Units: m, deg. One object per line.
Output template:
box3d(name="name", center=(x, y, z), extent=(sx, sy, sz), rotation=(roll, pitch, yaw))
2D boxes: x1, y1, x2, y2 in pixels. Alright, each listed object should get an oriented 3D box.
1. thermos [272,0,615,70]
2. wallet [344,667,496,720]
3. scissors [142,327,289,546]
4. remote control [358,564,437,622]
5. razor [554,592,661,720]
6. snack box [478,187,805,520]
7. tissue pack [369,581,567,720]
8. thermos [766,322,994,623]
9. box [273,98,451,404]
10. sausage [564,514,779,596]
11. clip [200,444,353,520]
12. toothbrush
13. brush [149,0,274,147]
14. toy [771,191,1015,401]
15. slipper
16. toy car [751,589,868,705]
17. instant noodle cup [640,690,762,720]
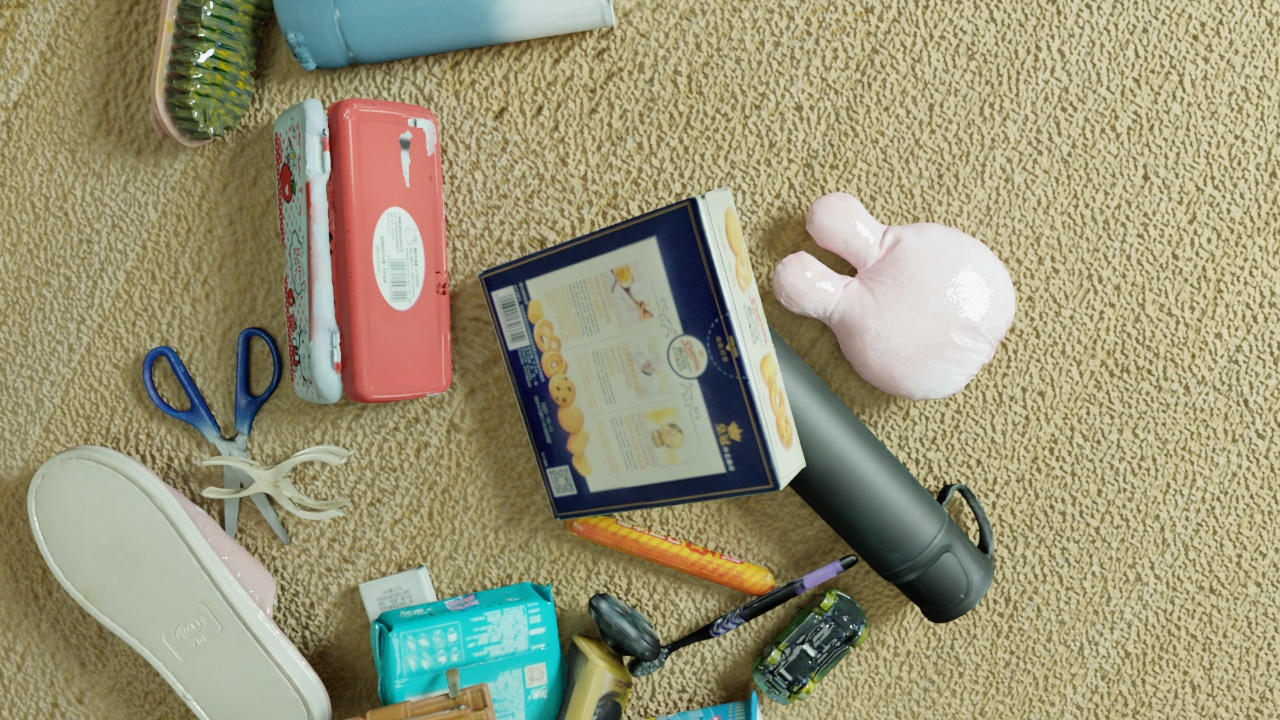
box3d(name="thermos", center=(-0.128, -0.238, 0.604), extent=(0.220, 0.070, 0.070), rotation=(-7, 95, 2))
box3d(name="wallet", center=(-0.148, 0.264, 0.572), extent=(0.130, 0.035, 0.119), rotation=(-14, 79, -2))
box3d(name="scissors", center=(-0.292, 0.052, 0.660), extent=(0.162, 0.012, 0.163), rotation=(40, 95, -4))
box3d(name="remote control", center=(-0.162, 0.213, 0.666), extent=(0.049, 0.024, 0.125), rotation=(-17, 94, 2))
box3d(name="razor", center=(-0.033, 0.242, 0.615), extent=(0.062, 0.068, 0.167), rotation=(43, 57, -40))
box3d(name="snack box", center=(-0.003, 0.003, 0.590), extent=(0.183, 0.045, 0.178), rotation=(-13, 95, 34))
box3d(name="tissue pack", center=(-0.115, 0.211, 0.637), extent=(0.133, 0.050, 0.093), rotation=(-6, 93, -21))
box3d(name="thermos", center=(0.143, 0.067, 0.632), extent=(0.242, 0.069, 0.089), rotation=(45, 67, -5))
box3d(name="box", center=(-0.192, -0.072, 0.633), extent=(0.095, 0.100, 0.201), rotation=(-5, 95, -39))
box3d(name="sausage", center=(0.021, 0.137, 0.656), extent=(0.165, 0.021, 0.021), rotation=(19, 95, -1))
box3d(name="clip", center=(-0.249, 0.071, 0.643), extent=(0.104, 0.035, 0.087), rotation=(23, 96, -7))
box3d(name="toothbrush", center=(0.069, 0.181, 0.645), extent=(0.189, 0.016, 0.014), rotation=(-31, 93, 15))
box3d(name="brush", center=(-0.292, -0.216, 0.614), extent=(0.073, 0.063, 0.146), rotation=(18, 98, 28))
box3d(name="toy", center=(0.171, -0.046, 0.620), extent=(0.159, 0.054, 0.121), rotation=(31, 88, -2))
box3d(name="slipper", center=(-0.317, 0.168, 0.646), extent=(0.114, 0.054, 0.274), rotation=(-44, 89, 11))
box3d(name="toy car", center=(0.119, 0.202, 0.653), extent=(0.091, 0.036, 0.043), rotation=(-45, 92, 5))
box3d(name="instant noodle cup", center=(0.032, 0.287, 0.640), extent=(0.110, 0.099, 0.099), rotation=(-9, 95, 9))
